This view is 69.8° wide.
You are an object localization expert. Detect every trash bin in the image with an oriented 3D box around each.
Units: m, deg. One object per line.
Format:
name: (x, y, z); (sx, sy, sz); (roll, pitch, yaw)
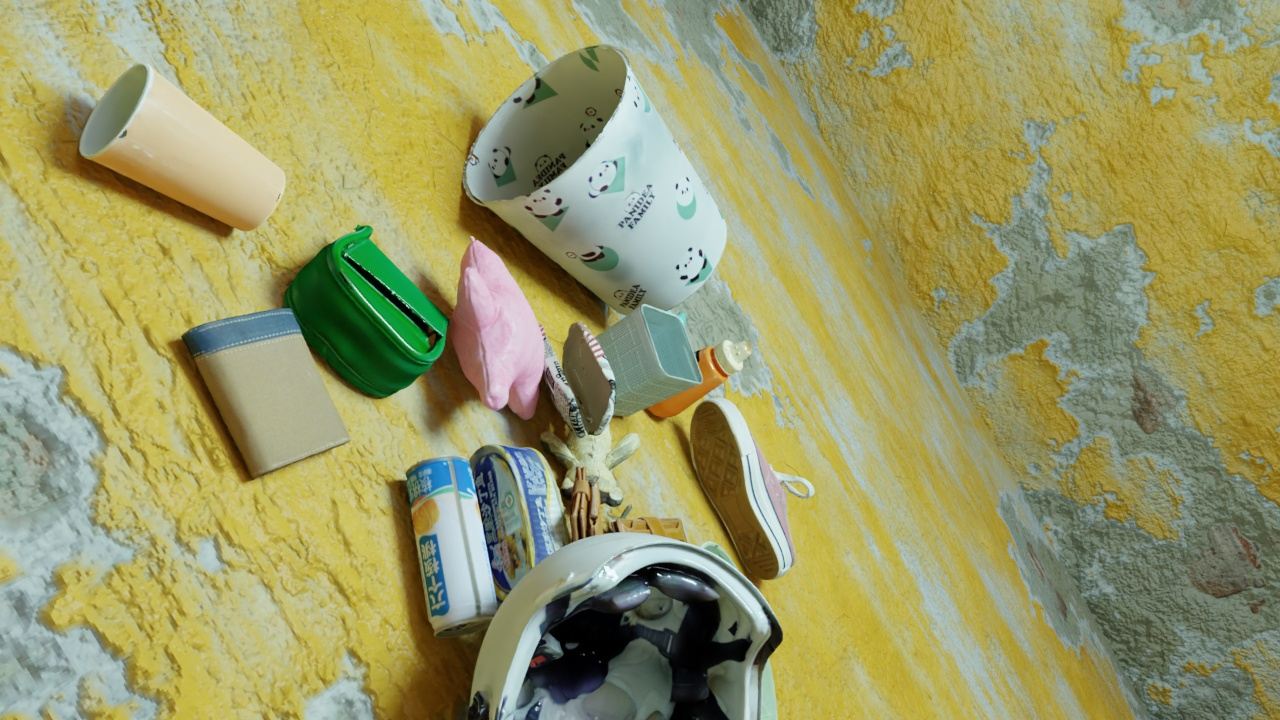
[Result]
trash bin: (-0.039, -0.193, 1.076); (0.252, 0.230, 0.229); (44, 31, -41)

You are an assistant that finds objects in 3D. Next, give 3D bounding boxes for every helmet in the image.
helmet: (-0.032, 0.246, 0.695); (0.228, 0.146, 0.258); (16, 92, -28)

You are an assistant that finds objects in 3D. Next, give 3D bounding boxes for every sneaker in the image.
sneaker: (0.141, 0.154, 1.164); (0.087, 0.119, 0.241); (-23, 91, -45)

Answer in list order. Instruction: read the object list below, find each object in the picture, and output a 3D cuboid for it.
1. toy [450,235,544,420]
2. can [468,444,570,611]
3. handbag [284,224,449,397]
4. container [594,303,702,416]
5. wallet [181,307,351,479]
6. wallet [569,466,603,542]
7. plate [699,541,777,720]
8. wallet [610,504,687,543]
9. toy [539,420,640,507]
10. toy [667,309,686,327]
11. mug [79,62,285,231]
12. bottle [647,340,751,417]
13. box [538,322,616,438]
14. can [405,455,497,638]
toy: (-0.136, -0.032, 0.875); (0.194, 0.074, 0.178); (40, 37, -82)
can: (-0.106, 0.143, 0.783); (0.049, 0.075, 0.148); (15, 54, -51)
handbag: (-0.224, -0.043, 0.776); (0.131, 0.068, 0.120); (50, 21, -18)
container: (-0.006, 0.006, 1.043); (0.089, 0.112, 0.090); (14, 52, -54)
wallet: (-0.269, 0.021, 0.668); (0.115, 0.033, 0.090); (63, 30, 1)
wallet: (-0.046, 0.163, 0.826); (0.131, 0.031, 0.108); (-107, -168, -77)
plate: (0.093, 0.307, 0.972); (0.230, 0.027, 0.229); (56, 23, -38)
wallet: (0.015, 0.214, 0.974); (0.130, 0.035, 0.119); (13, 59, -56)
toy: (-0.056, 0.084, 0.950); (0.105, 0.066, 0.157); (9, 44, -17)
toy: (0.024, -0.057, 1.249); (0.092, 0.030, 0.096); (42, 40, -23)
mug: (-0.332, -0.151, 0.681); (0.122, 0.078, 0.078); (36, 36, -49)
bottle: (0.071, 0.016, 1.122); (0.066, 0.150, 0.066); (41, 33, -34)
box: (-0.080, 0.018, 0.932); (0.082, 0.075, 0.163); (5, 31, -24)
can: (-0.150, 0.146, 0.726); (0.053, 0.053, 0.134); (19, 49, -53)
